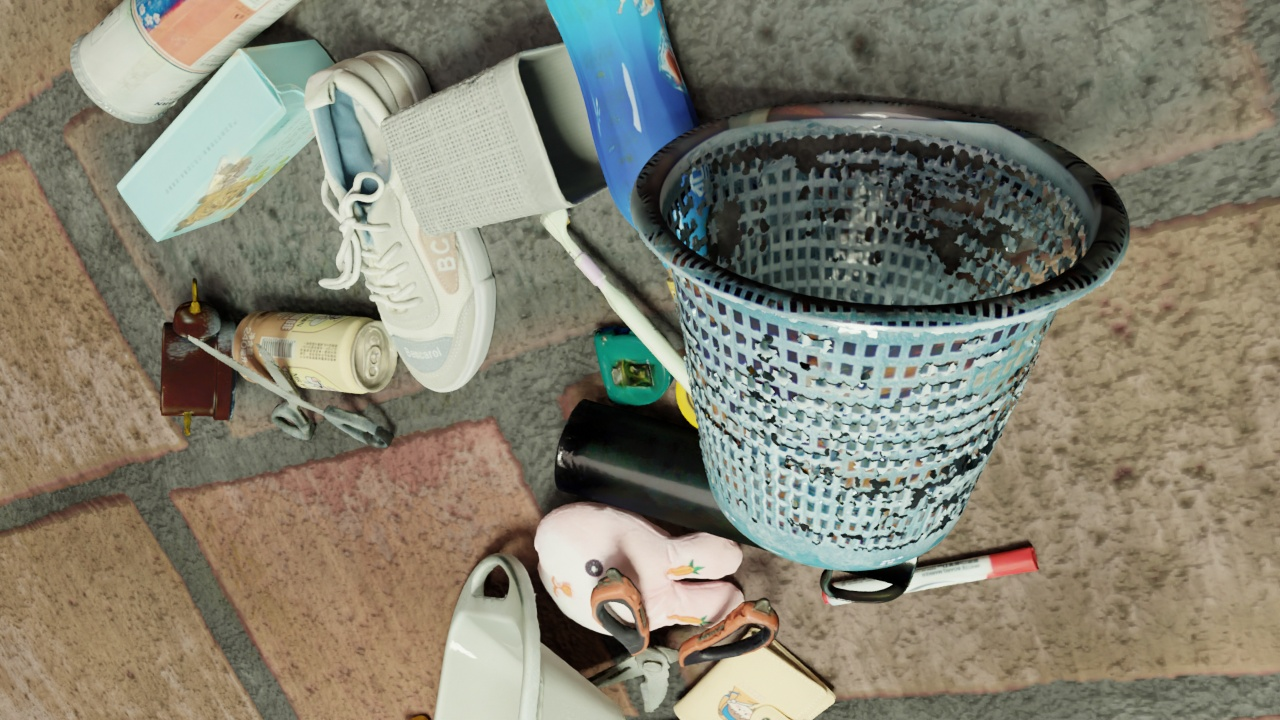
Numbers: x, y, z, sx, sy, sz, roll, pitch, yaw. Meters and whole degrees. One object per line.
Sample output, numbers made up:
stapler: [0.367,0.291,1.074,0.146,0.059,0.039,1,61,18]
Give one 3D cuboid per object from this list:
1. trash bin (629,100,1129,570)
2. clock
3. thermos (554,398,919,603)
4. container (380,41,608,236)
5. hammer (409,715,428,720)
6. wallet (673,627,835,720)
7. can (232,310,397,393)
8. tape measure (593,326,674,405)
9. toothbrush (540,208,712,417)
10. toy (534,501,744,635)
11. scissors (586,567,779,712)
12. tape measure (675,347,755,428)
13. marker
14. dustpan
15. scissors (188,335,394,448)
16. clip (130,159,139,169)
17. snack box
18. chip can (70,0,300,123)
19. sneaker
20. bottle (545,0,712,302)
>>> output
trash bin: [0.110,-0.006,0.490,0.227,0.225,0.195,12,129,17]
clock: [-0.355,-0.005,0.738,0.082,0.055,0.122,18,105,63]
thermos: [0.063,0.099,0.621,0.243,0.068,0.090,16,112,15]
container: [-0.087,-0.134,0.570,0.114,0.090,0.090,-10,108,29]
hammer: [-0.081,0.360,0.819,0.301,0.032,0.129,-21,104,29]
wallet: [0.089,0.268,0.715,0.087,0.024,0.115,36,120,3]
can: [-0.252,-0.007,0.710,0.116,0.058,0.058,4,114,20]
tape measure: [-0.004,0.004,0.633,0.055,0.025,0.058,-4,112,25]
toothbrush: [-0.001,-0.028,0.602,0.189,0.020,0.029,50,152,7]
toy: [-0.003,0.158,0.686,0.160,0.054,0.121,1,121,15]
scissors: [0.016,0.215,0.687,0.189,0.015,0.227,-7,134,17]
tape measure: [0.054,0.020,0.614,0.057,0.028,0.060,14,103,19]
marker: [0.192,0.147,0.622,0.145,0.017,0.017,-19,104,28]
dustpan: [-0.127,0.291,0.696,0.142,0.257,0.223,41,153,-14]
scissors: [-0.269,0.029,0.711,0.180,0.014,0.160,30,149,-25]
clip: [-0.369,-0.158,0.713,0.058,0.043,0.027,-35,94,23]
snack box: [-0.288,-0.154,0.650,0.175,0.074,0.051,-29,99,30]
chip can: [-0.289,-0.239,0.615,0.215,0.071,0.071,-21,103,28]
sneaker: [-0.166,-0.082,0.624,0.090,0.090,0.242,-1,113,23]
bottle: [0.002,-0.138,0.544,0.065,0.065,0.219,-10,108,25]
